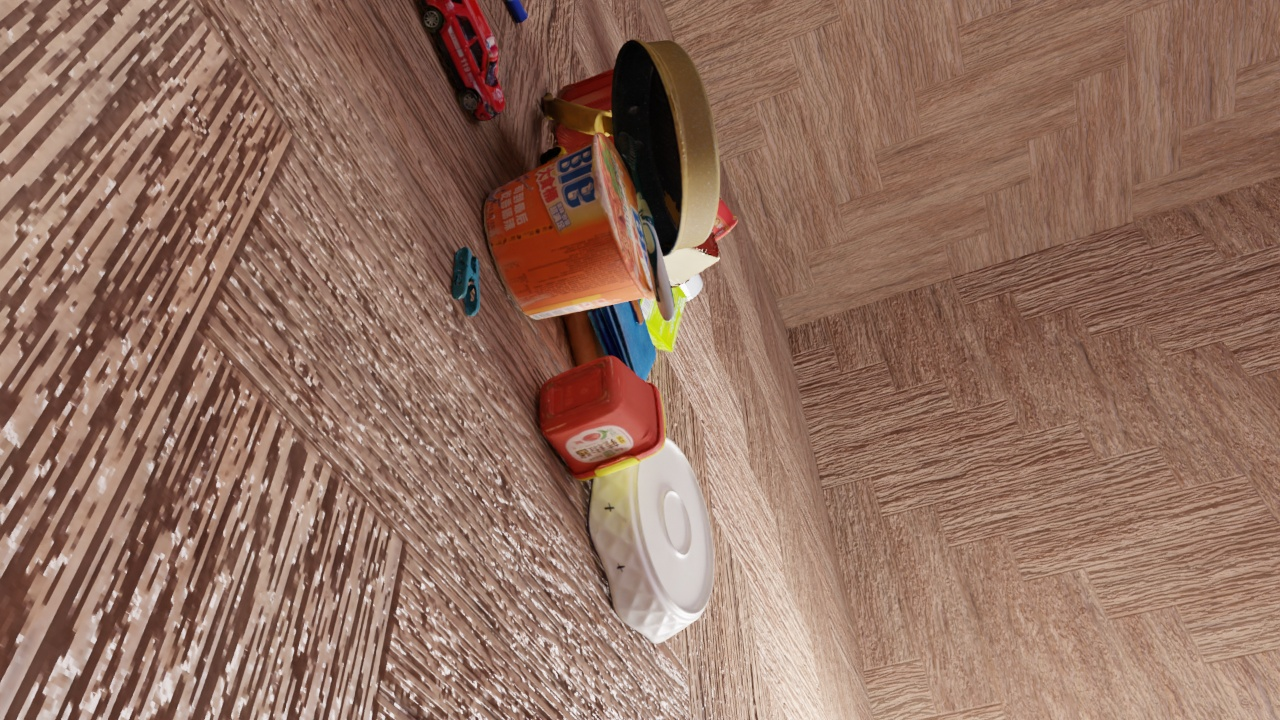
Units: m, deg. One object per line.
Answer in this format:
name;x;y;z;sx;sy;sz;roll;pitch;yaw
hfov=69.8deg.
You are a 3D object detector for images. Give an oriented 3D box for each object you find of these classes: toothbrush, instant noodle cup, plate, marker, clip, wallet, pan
toothbrush;0.004;-0.120;0.794;0.018;0.016;0.191;28;45;-58
instant noodle cup;-0.060;-0.108;0.799;0.151;0.111;0.151;-17;90;-77
instant noodle cup;0.073;-0.242;1.499;0.108;0.138;0.137;59;17;-18
plate;0.016;0.157;0.864;0.205;0.046;0.204;48;34;-48
marker;-0.164;-0.440;1.011;0.016;0.017;0.146;-94;161;-44
clip;-0.128;-0.059;0.677;0.041;0.014;0.056;58;21;-48
wallet;-0.014;-0.030;0.924;0.133;0.040;0.106;-65;138;-73
wallet;-0.040;0.001;0.926;0.107;0.031;0.131;9;66;-74
instant noodle cup;-0.022;-0.246;1.081;0.078;0.165;0.189;-41;115;-50
pan;-0.023;-0.227;0.918;0.357;0.078;0.198;-127;-152;-58

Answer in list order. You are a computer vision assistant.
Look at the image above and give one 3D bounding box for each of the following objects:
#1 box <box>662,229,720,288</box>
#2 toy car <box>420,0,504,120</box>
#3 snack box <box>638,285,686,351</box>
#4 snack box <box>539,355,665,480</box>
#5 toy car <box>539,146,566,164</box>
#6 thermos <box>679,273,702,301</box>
box;0.012;-0.134;1.054;0.168;0.092;0.078;9;59;-45
toy car;-0.149;-0.269;0.795;0.052;0.045;0.120;-77;149;-62
snack box;0.020;-0.075;1.202;0.156;0.026;0.085;42;61;-65
snack box;-0.034;0.044;0.767;0.080;0.091;0.081;50;26;-43
toy car;-0.079;-0.175;0.966;0.155;0.041;0.071;-92;161;-51
thermos;0.028;-0.179;1.355;0.220;0.070;0.070;60;18;-44
